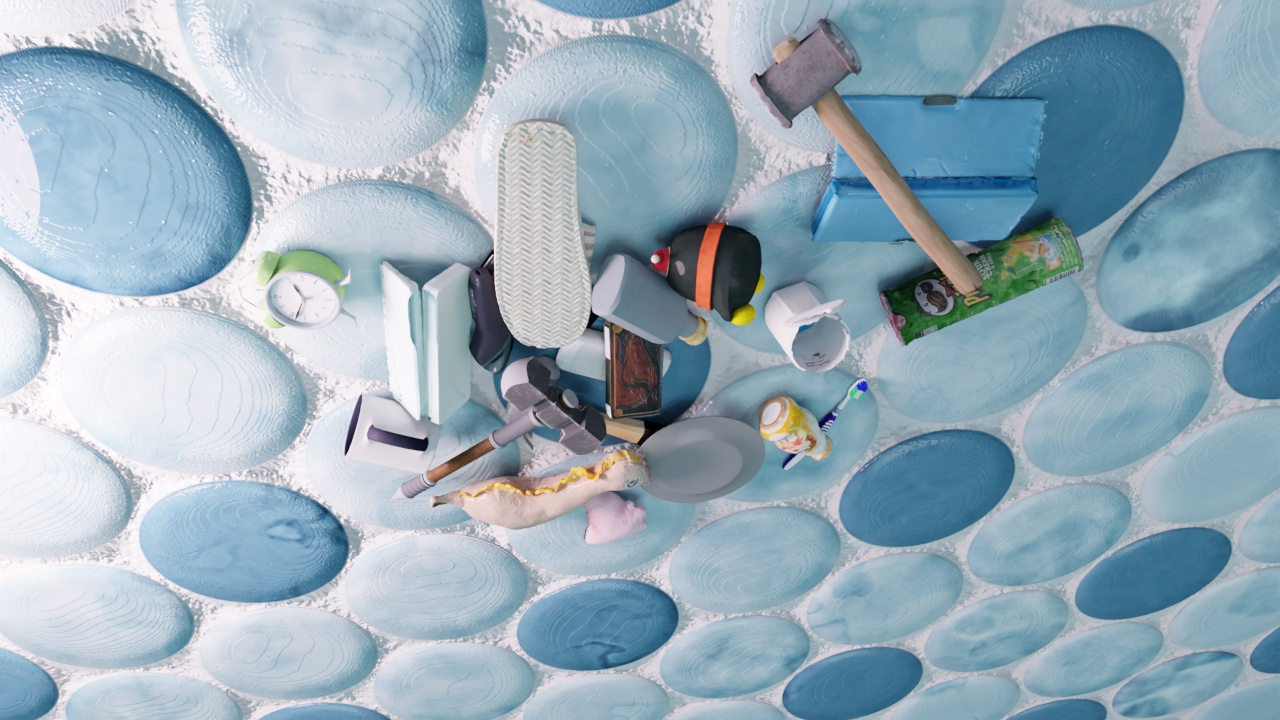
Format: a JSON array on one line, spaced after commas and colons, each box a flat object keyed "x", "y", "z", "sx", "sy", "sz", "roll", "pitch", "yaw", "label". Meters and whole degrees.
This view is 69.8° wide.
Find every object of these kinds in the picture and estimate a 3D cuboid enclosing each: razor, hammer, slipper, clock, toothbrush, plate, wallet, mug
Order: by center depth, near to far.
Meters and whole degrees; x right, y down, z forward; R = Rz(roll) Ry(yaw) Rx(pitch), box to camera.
[{"x": 0.241, "y": -0.187, "z": 0.920, "sx": 0.098, "sy": 0.052, "sz": 0.328, "roll": -36, "pitch": 110, "yaw": 22, "label": "hammer"}, {"x": -0.101, "y": -0.132, "z": 0.971, "sx": 0.115, "sy": 0.052, "sz": 0.263, "roll": -6, "pitch": 126, "yaw": -8, "label": "slipper"}, {"x": -0.367, "y": -0.074, "z": 0.983, "sx": 0.119, "sy": 0.042, "sz": 0.095, "roll": 1, "pitch": 130, "yaw": -11, "label": "clock"}, {"x": -0.173, "y": -0.046, "z": 1.032, "sx": 0.052, "sy": 0.047, "sz": 0.143, "roll": -27, "pitch": 142, "yaw": -21, "label": "razor"}, {"x": -0.007, "y": 0.006, "z": 1.090, "sx": 0.072, "sy": 0.019, "sz": 0.123, "roll": -5, "pitch": 107, "yaw": -20, "label": "wallet"}, {"x": -0.295, "y": 0.090, "z": 1.101, "sx": 0.096, "sy": 0.112, "sz": 0.078, "roll": 16, "pitch": 87, "yaw": -22, "label": "mug"}, {"x": -0.205, "y": 0.114, "z": 1.143, "sx": 0.323, "sy": 0.043, "sz": 0.156, "roll": -29, "pitch": 124, "yaw": 28, "label": "hammer"}, {"x": -0.016, "y": 0.090, "z": 1.193, "sx": 0.328, "sy": 0.039, "sz": 0.131, "roll": 17, "pitch": 128, "yaw": -23, "label": "hammer"}, {"x": 0.079, "y": 0.139, "z": 1.222, "sx": 0.178, "sy": 0.012, "sz": 0.179, "roll": -5, "pitch": 135, "yaw": -5, "label": "plate"}, {"x": 0.250, "y": 0.091, "z": 1.252, "sx": 0.015, "sy": 0.016, "sz": 0.187, "roll": 19, "pitch": 126, "yaw": -24, "label": "toothbrush"}]

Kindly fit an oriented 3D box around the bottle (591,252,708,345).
[{"x": 0.017, "y": -0.058, "z": 1.034, "sx": 0.046, "sy": 0.072, "sz": 0.161, "roll": 7, "pitch": 167, "yaw": 44, "label": "bottle"}]

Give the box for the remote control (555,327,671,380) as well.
[{"x": -0.032, "y": -0.001, "z": 1.116, "sx": 0.138, "sy": 0.025, "sz": 0.060, "roll": 15, "pitch": 128, "yaw": -24, "label": "remote control"}]

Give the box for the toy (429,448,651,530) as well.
[{"x": -0.122, "y": 0.166, "z": 1.196, "sx": 0.265, "sy": 0.065, "sz": 0.196, "roll": -25, "pitch": 150, "yaw": 33, "label": "toy"}]

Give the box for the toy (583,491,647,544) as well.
[{"x": -0.037, "y": 0.222, "z": 1.298, "sx": 0.093, "sy": 0.050, "sz": 0.102, "roll": -4, "pitch": 129, "yaw": -1, "label": "toy"}]

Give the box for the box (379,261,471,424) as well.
[{"x": -0.254, "y": -0.023, "z": 1.046, "sx": 0.096, "sy": 0.085, "sz": 0.199, "roll": 21, "pitch": 130, "yaw": 16, "label": "box"}]

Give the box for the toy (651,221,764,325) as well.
[{"x": 0.075, "y": -0.103, "z": 1.002, "sx": 0.119, "sy": 0.097, "sz": 0.100, "roll": 10, "pitch": 133, "yaw": 12, "label": "toy"}]

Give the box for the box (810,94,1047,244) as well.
[{"x": 0.309, "y": -0.193, "z": 0.979, "sx": 0.231, "sy": 0.066, "sz": 0.173, "roll": -2, "pitch": 131, "yaw": -6, "label": "box"}]

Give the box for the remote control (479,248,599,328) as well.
[{"x": -0.110, "y": -0.080, "z": 1.040, "sx": 0.150, "sy": 0.013, "sz": 0.034, "roll": 25, "pitch": 123, "yaw": -28, "label": "remote control"}]

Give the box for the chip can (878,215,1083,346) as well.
[{"x": 0.397, "y": -0.092, "z": 1.073, "sx": 0.223, "sy": 0.075, "sz": 0.075, "roll": -24, "pitch": 131, "yaw": 11, "label": "chip can"}]

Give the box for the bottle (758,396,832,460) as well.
[{"x": 0.207, "y": 0.094, "z": 1.213, "sx": 0.108, "sy": 0.063, "sz": 0.063, "roll": 33, "pitch": 119, "yaw": -29, "label": "bottle"}]

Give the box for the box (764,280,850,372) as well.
[{"x": 0.189, "y": -0.043, "z": 1.032, "sx": 0.084, "sy": 0.159, "sz": 0.119, "roll": -17, "pitch": 122, "yaw": -2, "label": "box"}]
